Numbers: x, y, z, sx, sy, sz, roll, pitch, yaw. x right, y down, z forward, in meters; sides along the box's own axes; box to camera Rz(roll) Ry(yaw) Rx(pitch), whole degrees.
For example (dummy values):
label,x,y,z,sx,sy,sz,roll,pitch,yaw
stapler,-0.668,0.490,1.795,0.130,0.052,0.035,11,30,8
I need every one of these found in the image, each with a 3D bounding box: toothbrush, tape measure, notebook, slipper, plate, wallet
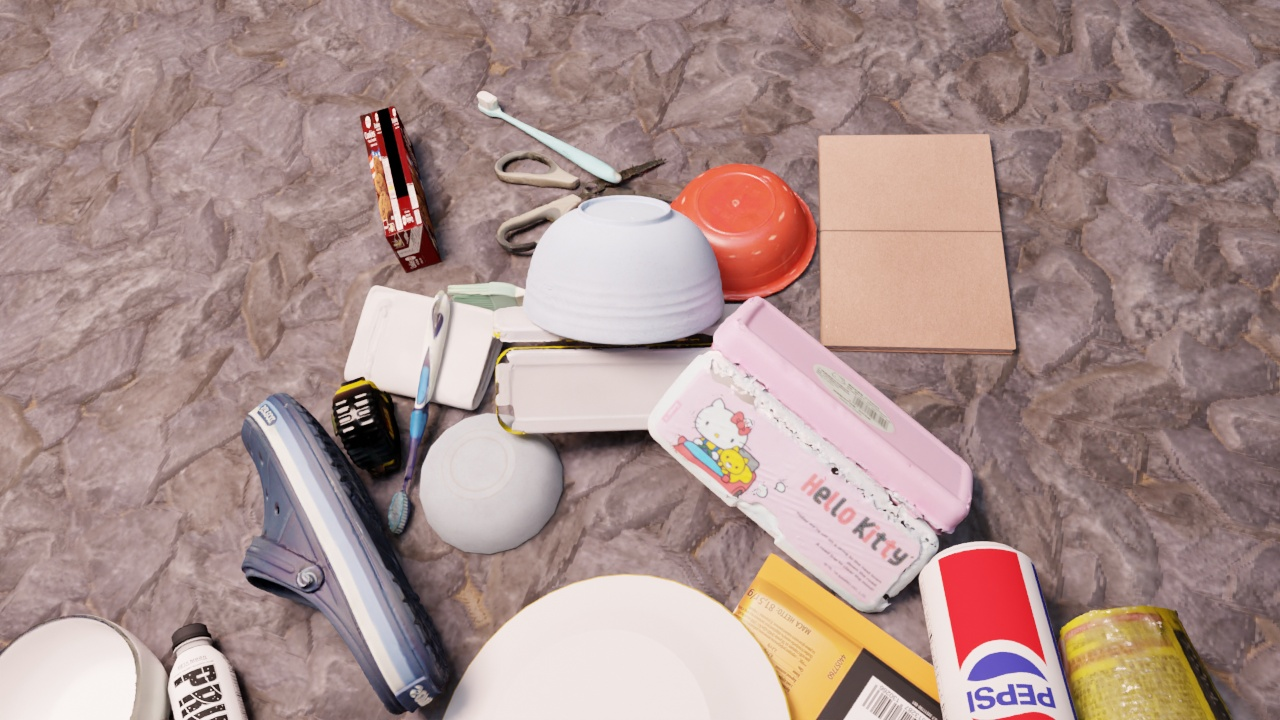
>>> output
label,x,y,z,sx,sy,sz,roll,pitch,yaw
toothbrush,-0.084,-0.199,0.817,0.181,0.017,0.016,35,60,26
tape measure,-0.203,0.049,0.676,0.038,0.063,0.067,-18,62,-4
toothbrush,-0.165,0.035,0.685,0.016,0.017,0.188,6,74,6
notebook,0.216,-0.099,0.737,0.141,0.008,0.208,1,62,8
slipper,-0.217,0.127,0.610,0.095,0.105,0.252,-33,63,-12
plate,-0.024,0.233,0.549,0.230,0.021,0.229,-10,52,13
wallet,-0.170,-0.008,0.725,0.116,0.032,0.086,16,75,12

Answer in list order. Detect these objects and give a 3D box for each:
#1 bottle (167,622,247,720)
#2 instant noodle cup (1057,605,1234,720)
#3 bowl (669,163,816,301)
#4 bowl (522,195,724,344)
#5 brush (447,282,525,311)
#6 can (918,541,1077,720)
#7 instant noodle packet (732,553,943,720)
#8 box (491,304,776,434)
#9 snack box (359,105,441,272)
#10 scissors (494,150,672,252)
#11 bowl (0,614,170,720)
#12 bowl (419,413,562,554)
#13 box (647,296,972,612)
label,x,y,z,sx,sy,sz,roll,pitch,yaw
bottle,-0.282,0.228,0.600,0.041,0.041,0.116,-27,62,-8
instant noodle cup,0.286,0.203,0.519,0.102,0.102,0.108,-4,52,5
bowl,0.078,-0.113,0.741,0.130,0.045,0.130,-3,61,5
bowl,-0.012,-0.075,0.664,0.150,0.075,0.150,0,26,0
brush,-0.044,-0.049,0.729,0.218,0.033,0.012,1,61,6
can,0.207,0.178,0.534,0.070,0.070,0.131,-1,46,6
instant noodle packet,0.082,0.248,0.549,0.160,0.032,0.220,34,70,20
box,-0.004,0.003,0.681,0.210,0.080,0.084,-1,102,-7
snack box,-0.208,-0.149,0.792,0.032,0.051,0.140,-18,61,-3
scissors,-0.062,-0.144,0.793,0.157,0.013,0.168,33,65,23
bowl,-0.361,0.229,0.594,0.116,0.066,0.116,-3,61,5
bowl,-0.111,0.082,0.660,0.106,0.039,0.106,-3,61,5
box,0.114,0.062,0.621,0.201,0.103,0.100,39,28,4
